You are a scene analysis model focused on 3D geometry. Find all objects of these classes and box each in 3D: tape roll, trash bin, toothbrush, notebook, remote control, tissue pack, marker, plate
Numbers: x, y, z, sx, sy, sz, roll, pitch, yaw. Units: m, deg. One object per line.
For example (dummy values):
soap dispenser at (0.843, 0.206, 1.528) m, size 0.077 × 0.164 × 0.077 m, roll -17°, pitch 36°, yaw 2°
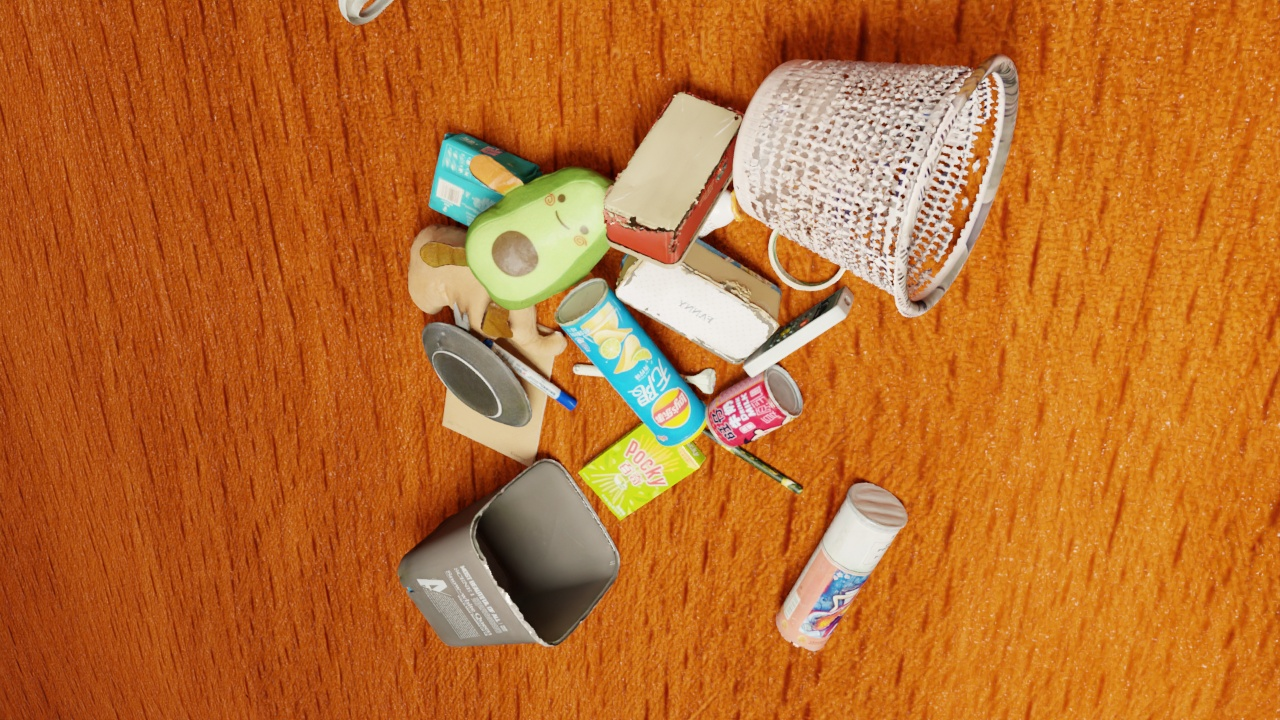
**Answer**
tape roll at (0.177, -0.116, 0.965) m, size 0.086 × 0.013 × 0.086 m, roll 11°, pitch 117°, yaw 22°
trash bin at (0.199, -0.175, 0.823) m, size 0.192 × 0.226 × 0.228 m, roll 25°, pitch 122°, yaw 29°
toothbrush at (0.001, 0.018, 1.113) m, size 0.190 × 0.020 × 0.029 m, roll 5°, pitch 90°, yaw 26°
trash bin at (-0.187, 0.274, 1.228) m, size 0.220 × 0.198 × 0.199 m, roll -26°, pitch 100°, yaw 39°
notebook at (-0.190, 0.028, 1.217) m, size 0.149 × 0.012 × 0.212 m, roll 23°, pitch 120°, yaw 16°
toothbrush at (0.115, 0.104, 1.099) m, size 0.186 × 0.012 × 0.017 m, roll 33°, pitch 112°, yaw 10°
remote control at (0.167, -0.030, 0.984) m, size 0.135 × 0.056 × 0.019 m, roll -36°, pitch 100°, yaw 35°
tissue pack at (-0.181, -0.203, 1.082) m, size 0.133 × 0.050 × 0.093 m, roll 27°, pitch 120°, yaw 13°
marker at (-0.138, 0.018, 1.146) m, size 0.145 × 0.016 × 0.017 m, roll 37°, pitch 128°, yaw -25°
plate at (-0.213, 0.025, 1.160) m, size 0.179 × 0.024 × 0.180 m, roll 31°, pitch 150°, yaw 20°

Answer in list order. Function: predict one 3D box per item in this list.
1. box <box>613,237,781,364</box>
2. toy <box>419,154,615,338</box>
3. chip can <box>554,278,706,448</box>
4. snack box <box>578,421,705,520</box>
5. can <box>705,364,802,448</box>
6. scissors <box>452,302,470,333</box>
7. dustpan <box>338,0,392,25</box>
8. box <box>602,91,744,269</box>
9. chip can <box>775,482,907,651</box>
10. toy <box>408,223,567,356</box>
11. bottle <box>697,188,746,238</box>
box at (0.057, -0.074, 0.976) m, size 0.184 × 0.061 × 0.090 m, roll 32°, pitch 134°, yaw -15°
toy at (-0.117, -0.129, 1.019) m, size 0.247 × 0.089 × 0.227 m, roll -34°, pitch 107°, yaw 18°
chip can at (-0.006, 0.006, 1.024) m, size 0.071 × 0.071 × 0.210 m, roll -18°, pitch 126°, yaw 32°
snack box at (0.000, 0.133, 1.161) m, size 0.157 × 0.026 × 0.086 m, roll -38°, pitch 93°, yaw 34°
can at (0.127, 0.053, 1.036) m, size 0.094 × 0.066 × 0.066 m, roll -33°, pitch 95°, yaw 34°
scissors at (-0.211, -0.018, 1.142) m, size 0.146 × 0.014 × 0.172 m, roll 51°, pitch 153°, yaw -22°
dustpan at (-0.220, -0.454, 0.890) m, size 0.143 × 0.222 × 0.258 m, roll 10°, pitch 128°, yaw 9°
box at (0.033, -0.185, 0.905) m, size 0.091 × 0.168 × 0.080 m, roll 24°, pitch 156°, yaw 15°
chip can at (0.229, 0.244, 1.071) m, size 0.071 × 0.071 × 0.215 m, roll 29°, pitch 123°, yaw 12°
toy at (-0.188, -0.083, 1.124) m, size 0.226 × 0.082 × 0.144 m, roll 30°, pitch 132°, yaw 13°
bottle at (0.056, -0.159, 0.975) m, size 0.109 × 0.063 × 0.063 m, roll -3°, pitch 111°, yaw 28°
